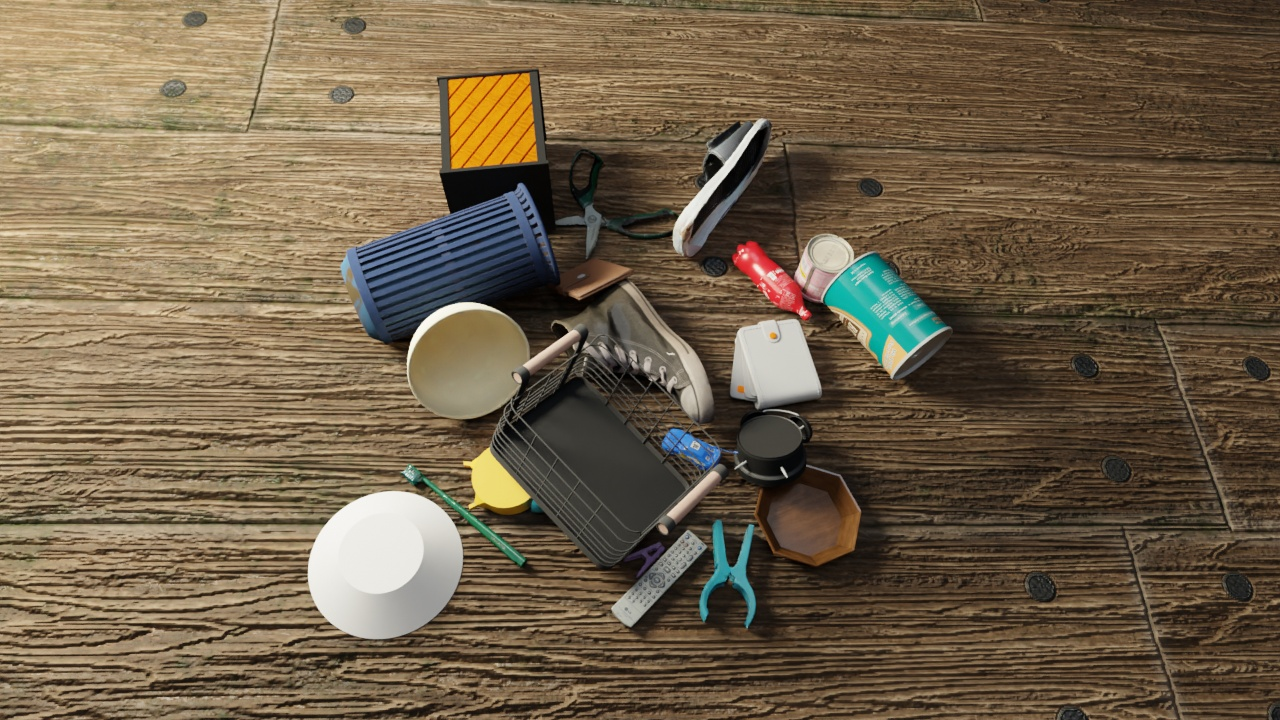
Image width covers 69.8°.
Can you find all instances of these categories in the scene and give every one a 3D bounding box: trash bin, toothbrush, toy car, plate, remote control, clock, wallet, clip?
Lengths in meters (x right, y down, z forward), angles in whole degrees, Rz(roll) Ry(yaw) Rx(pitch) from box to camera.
[{"bbox_3d":[-0.199,-0.286,1.276,0.139,0.140,0.171,-6,61,-4],"label":"trash bin"},{"bbox_3d":[-0.210,0.184,1.084,0.190,0.016,0.017,35,61,15],"label":"toothbrush"},{"bbox_3d":[-0.244,-0.119,1.175,0.249,0.139,0.139,-21,64,-8],"label":"trash bin"},{"bbox_3d":[0.073,0.104,1.127,0.092,0.062,0.033,26,61,10],"label":"toy car"},{"bbox_3d":[-0.291,0.224,1.042,0.174,0.036,0.173,2,60,-4],"label":"plate"},{"bbox_3d":[0.201,0.189,1.110,0.131,0.025,0.131,2,60,-4],"label":"plate"},{"bbox_3d":[0.022,0.253,1.065,0.033,0.013,0.136,40,65,17],"label":"remote control"},{"bbox_3d":[-0.145,0.139,1.102,0.129,0.044,0.099,-11,62,-3],"label":"clock"},{"bbox_3d":[-0.070,-0.111,1.222,0.087,0.013,0.121,-28,24,-19],"label":"wallet"},{"bbox_3d":[0.165,0.006,1.207,0.115,0.038,0.118,-10,65,-10],"label":"wallet"},{"bbox_3d":[0.006,0.230,1.078,0.050,0.013,0.029,-34,69,-24],"label":"clip"},{"bbox_3d":[0.162,0.100,1.132,0.091,0.043,0.120,8,39,19],"label":"clock"},{"bbox_3d":[0.122,0.254,1.067,0.120,0.030,0.130,21,62,13],"label":"clip"}]

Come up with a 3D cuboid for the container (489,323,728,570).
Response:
[{"bbox_3d":[-0.040,0.099,1.048,0.241,0.131,0.162,45,54,10],"label":"container"}]

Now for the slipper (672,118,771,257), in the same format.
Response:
[{"bbox_3d":[0.110,-0.262,1.318,0.063,0.111,0.263,26,66,17],"label":"slipper"}]

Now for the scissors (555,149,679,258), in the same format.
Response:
[{"bbox_3d":[-0.033,-0.225,1.334,0.206,0.015,0.201,6,61,-3],"label":"scissors"}]

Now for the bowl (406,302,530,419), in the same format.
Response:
[{"bbox_3d":[-0.220,-0.010,1.134,0.150,0.151,0.075,-21,34,-16],"label":"bowl"}]

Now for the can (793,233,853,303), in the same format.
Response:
[{"bbox_3d":[0.252,-0.126,1.265,0.067,0.076,0.067,2,60,-4],"label":"can"}]

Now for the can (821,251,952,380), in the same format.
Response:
[{"bbox_3d":[0.326,-0.060,1.220,0.099,0.099,0.144,-30,67,-20],"label":"can"}]

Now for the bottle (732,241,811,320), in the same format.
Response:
[{"bbox_3d":[0.185,-0.108,1.269,0.041,0.042,0.141,-33,68,-21],"label":"bottle"}]

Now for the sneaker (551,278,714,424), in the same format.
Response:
[{"bbox_3d":[-0.006,0.007,1.160,0.119,0.095,0.234,-32,70,-18],"label":"sneaker"}]
